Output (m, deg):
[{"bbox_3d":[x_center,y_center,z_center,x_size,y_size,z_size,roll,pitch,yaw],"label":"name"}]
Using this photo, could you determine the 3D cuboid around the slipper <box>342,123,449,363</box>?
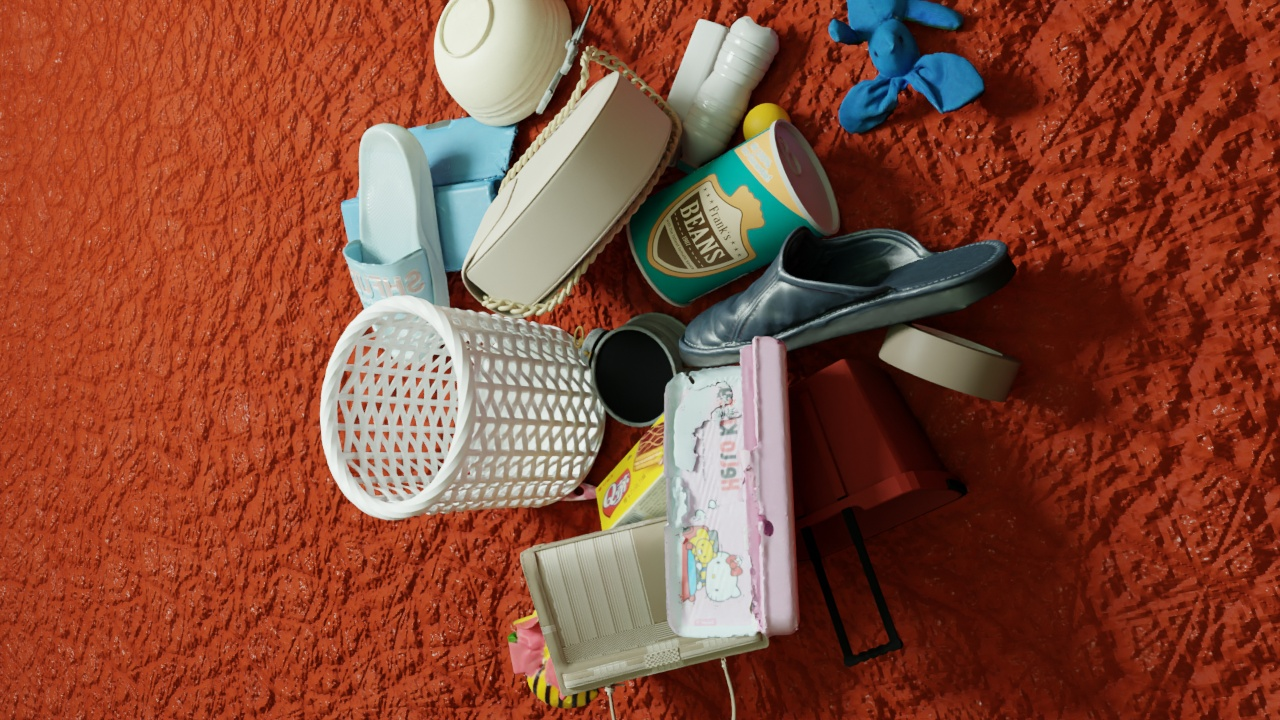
[{"bbox_3d":[-0.260,-0.116,0.942,0.104,0.074,0.245,9,108,33],"label":"slipper"}]

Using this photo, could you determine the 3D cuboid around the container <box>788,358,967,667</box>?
[{"bbox_3d":[0.160,0.115,0.683,0.148,0.127,0.200,-32,63,29],"label":"container"}]

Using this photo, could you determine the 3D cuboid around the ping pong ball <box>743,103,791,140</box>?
[{"bbox_3d":[0.106,-0.195,0.769,0.040,0.040,0.040,0,90,33],"label":"ping pong ball"}]

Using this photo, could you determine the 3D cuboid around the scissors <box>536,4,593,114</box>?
[{"bbox_3d":[-0.059,-0.285,0.826,0.131,0.014,0.153,-25,40,66],"label":"scissors"}]

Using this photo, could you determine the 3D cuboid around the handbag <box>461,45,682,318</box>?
[{"bbox_3d":[-0.069,-0.150,0.785,0.103,0.210,0.209,38,109,-18],"label":"handbag"}]

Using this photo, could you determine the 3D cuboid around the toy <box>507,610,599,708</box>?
[{"bbox_3d":[-0.070,0.242,0.768,0.084,0.046,0.103,-8,88,11],"label":"toy"}]

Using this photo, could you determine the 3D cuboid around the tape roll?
[{"bbox_3d":[0.222,-0.001,0.661,0.094,0.093,0.030,25,103,31],"label":"tape roll"}]

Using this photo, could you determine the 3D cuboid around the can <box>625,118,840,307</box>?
[{"bbox_3d":[0.075,-0.118,0.754,0.144,0.099,0.099,-25,76,31],"label":"can"}]

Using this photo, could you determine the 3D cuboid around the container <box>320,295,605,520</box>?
[{"bbox_3d":[-0.160,0.047,0.847,0.190,0.186,0.189,-4,83,35],"label":"container"}]

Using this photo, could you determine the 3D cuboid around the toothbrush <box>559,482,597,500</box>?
[{"bbox_3d":[-0.052,0.127,0.887,0.135,0.016,0.021,-1,84,33],"label":"toothbrush"}]

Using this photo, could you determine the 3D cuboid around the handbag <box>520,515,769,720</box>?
[{"bbox_3d":[0.016,0.225,0.716,0.175,0.062,0.198,-13,83,-1],"label":"handbag"}]

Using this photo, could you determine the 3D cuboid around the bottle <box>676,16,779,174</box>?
[{"bbox_3d":[0.071,-0.224,0.790,0.044,0.044,0.136,38,110,27],"label":"bottle"}]

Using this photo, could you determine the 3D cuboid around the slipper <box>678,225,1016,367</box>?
[{"bbox_3d":[0.135,-0.064,0.691,0.266,0.108,0.083,-15,107,39],"label":"slipper"}]

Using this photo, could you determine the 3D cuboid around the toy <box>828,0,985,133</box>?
[{"bbox_3d":[0.181,-0.253,0.706,0.113,0.070,0.176,-28,85,32],"label":"toy"}]

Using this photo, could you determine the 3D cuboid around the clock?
[{"bbox_3d":[-0.005,0.005,0.832,0.148,0.056,0.104,27,113,25],"label":"clock"}]

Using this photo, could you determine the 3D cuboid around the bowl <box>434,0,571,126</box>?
[{"bbox_3d":[-0.149,-0.316,0.905,0.151,0.075,0.150,-6,80,33],"label":"bowl"}]

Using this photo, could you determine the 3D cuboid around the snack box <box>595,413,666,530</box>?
[{"bbox_3d":[0.026,0.113,0.787,0.106,0.083,0.061,-49,28,23],"label":"snack box"}]

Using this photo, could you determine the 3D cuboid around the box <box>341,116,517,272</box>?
[{"bbox_3d":[-0.228,-0.177,0.981,0.232,0.060,0.175,-1,88,34],"label":"box"}]

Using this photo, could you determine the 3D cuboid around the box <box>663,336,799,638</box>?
[{"bbox_3d":[0.058,0.092,0.649,0.101,0.111,0.201,-3,72,10],"label":"box"}]

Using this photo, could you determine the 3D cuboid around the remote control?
[{"bbox_3d":[0.041,-0.241,0.828,0.033,0.012,0.131,30,106,29],"label":"remote control"}]
